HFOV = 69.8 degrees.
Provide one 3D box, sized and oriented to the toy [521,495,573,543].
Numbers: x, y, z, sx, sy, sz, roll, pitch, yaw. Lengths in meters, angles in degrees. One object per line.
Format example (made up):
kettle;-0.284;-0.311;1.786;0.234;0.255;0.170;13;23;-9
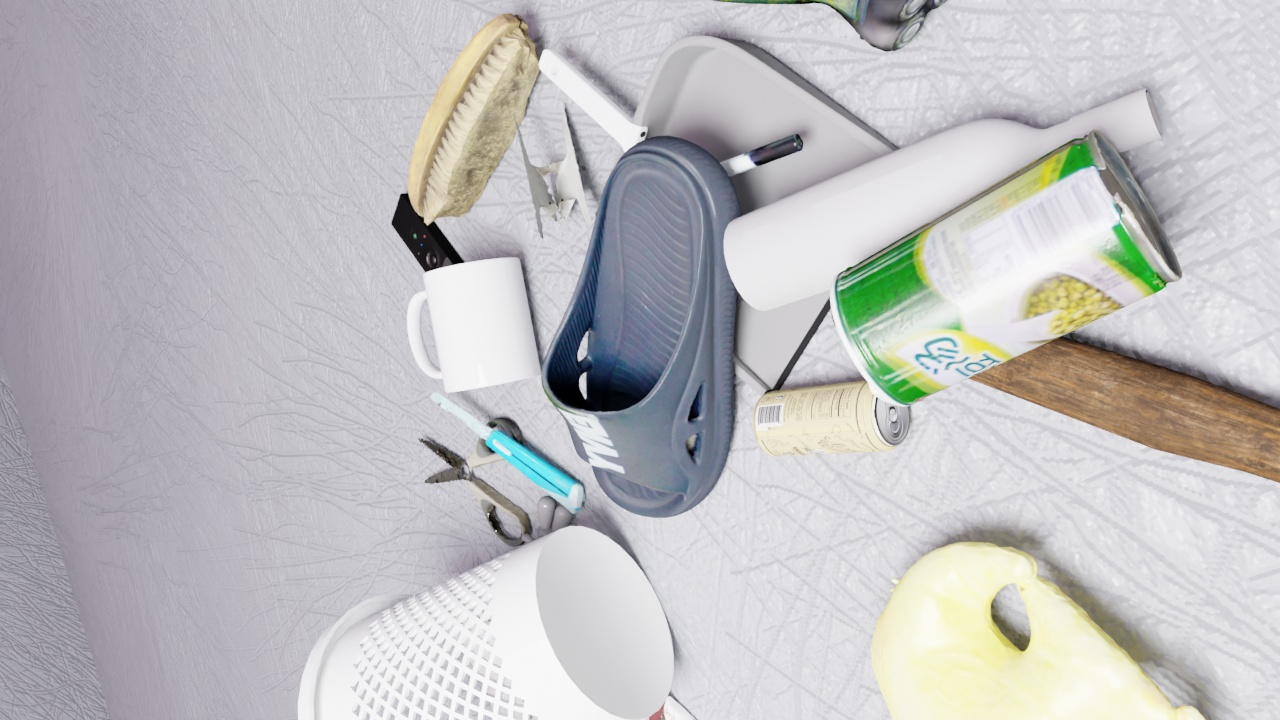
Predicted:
toy;-0.075;0.161;0.726;0.049;0.030;0.112;20;109;25

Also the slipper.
slipper;-0.003;0.003;0.551;0.111;0.083;0.269;29;131;30

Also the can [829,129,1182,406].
can;0.144;-0.034;0.378;0.121;0.067;0.067;-31;76;35

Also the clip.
clip;-0.059;-0.123;0.633;0.058;0.052;0.102;-31;60;33

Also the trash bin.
trash bin;-0.095;0.220;0.644;0.200;0.195;0.195;-35;73;25

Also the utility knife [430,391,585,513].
utility knife;-0.111;0.070;0.738;0.179;0.015;0.022;28;106;31

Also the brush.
brush;-0.127;-0.170;0.682;0.043;0.059;0.196;52;134;13

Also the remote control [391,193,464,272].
remote control;-0.170;-0.083;0.779;0.150;0.013;0.035;51;131;26

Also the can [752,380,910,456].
can;0.103;0.032;0.502;0.080;0.038;0.038;-10;92;47

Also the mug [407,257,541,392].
mug;-0.135;-0.024;0.705;0.111;0.073;0.090;-9;93;31

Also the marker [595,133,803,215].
marker;0.028;-0.102;0.531;0.152;0.011;0.011;-12;90;41

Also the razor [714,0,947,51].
razor;0.087;-0.190;0.464;0.151;0.053;0.067;21;131;48

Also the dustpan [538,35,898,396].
dustpan;0.023;-0.118;0.555;0.257;0.033;0.164;48;129;28

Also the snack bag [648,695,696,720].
snack bag;0.060;0.295;0.628;0.158;0.013;0.057;35;121;36

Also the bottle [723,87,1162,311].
bottle;0.133;-0.075;0.429;0.196;0.052;0.052;-18;86;37

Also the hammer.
hammer;0.206;0.052;0.402;0.301;0.037;0.218;25;117;41

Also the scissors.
scissors;-0.141;0.101;0.792;0.166;0.012;0.158;56;131;21

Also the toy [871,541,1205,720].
toy;0.177;0.173;0.440;0.170;0.064;0.155;48;130;33
